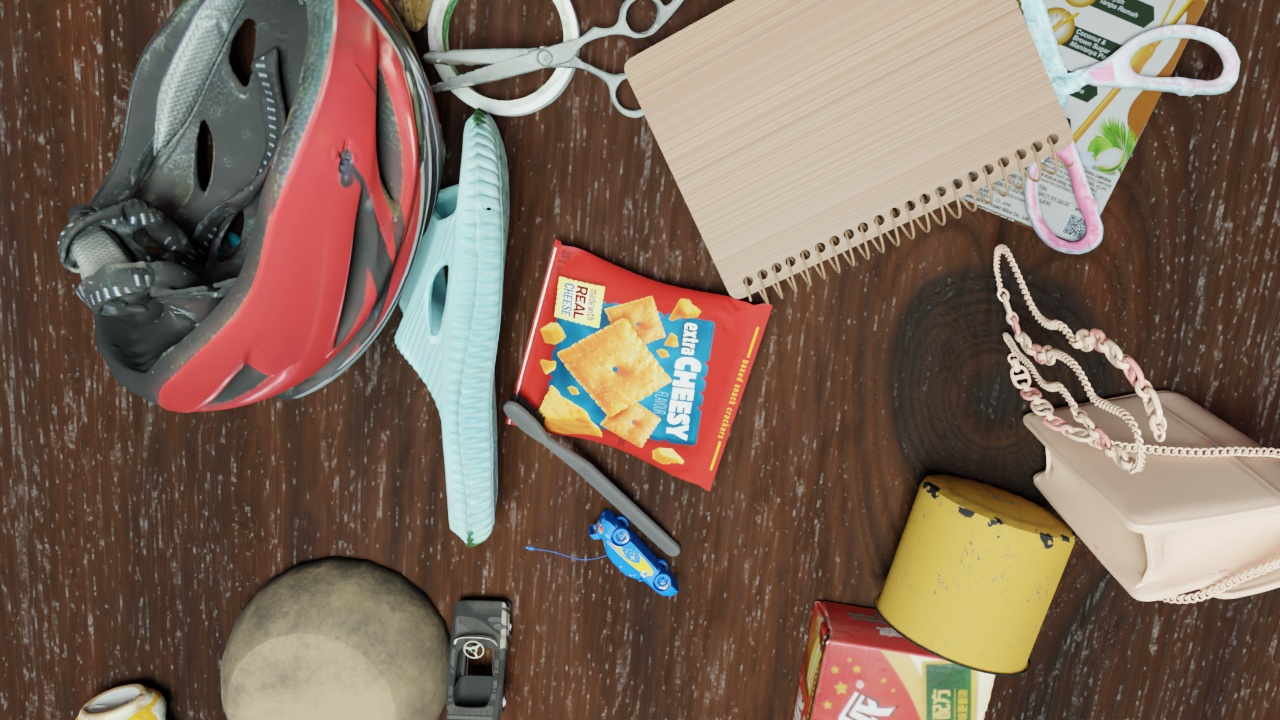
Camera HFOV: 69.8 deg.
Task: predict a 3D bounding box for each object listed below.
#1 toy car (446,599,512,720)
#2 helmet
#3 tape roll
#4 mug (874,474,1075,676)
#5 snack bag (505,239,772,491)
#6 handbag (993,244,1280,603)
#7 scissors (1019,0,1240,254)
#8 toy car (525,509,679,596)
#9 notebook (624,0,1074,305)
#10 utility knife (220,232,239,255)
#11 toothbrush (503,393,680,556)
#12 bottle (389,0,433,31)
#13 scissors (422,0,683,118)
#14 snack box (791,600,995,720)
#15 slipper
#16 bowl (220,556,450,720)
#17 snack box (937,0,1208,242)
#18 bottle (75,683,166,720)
[{"bbox_3d":[-0.114,0.214,0.641,0.040,0.037,0.092,0,70,4],"label":"toy car"},{"bbox_3d":[-0.208,-0.099,0.512,0.217,0.166,0.272,38,107,37],"label":"helmet"},{"bbox_3d":[-0.084,-0.200,0.570,0.094,0.018,0.094,1,102,3],"label":"tape roll"},{"bbox_3d":[0.225,0.134,0.592,0.123,0.100,0.094,11,102,-24],"label":"mug"},{"bbox_3d":[-0.004,0.004,0.600,0.144,0.039,0.131,18,104,3],"label":"snack bag"},{"bbox_3d":[0.297,0.025,0.509,0.117,0.198,0.187,-15,109,6],"label":"handbag"},{"bbox_3d":[0.262,-0.153,0.532,0.175,0.013,0.170,-20,98,9],"label":"scissors"},{"bbox_3d":[-0.025,0.142,0.633,0.062,0.033,0.092,-41,98,4],"label":"toy car"},{"bbox_3d":[0.119,-0.145,0.536,0.211,0.022,0.169,-25,96,14],"label":"notebook"},{"bbox_3d":[-0.263,-0.059,0.614,0.022,0.015,0.149,-39,95,4],"label":"utility knife"},{"bbox_3d":[-0.030,0.081,0.617,0.013,0.013,0.167,-32,113,32],"label":"toothbrush"},{"bbox_3d":[-0.178,-0.238,0.546,0.105,0.056,0.056,16,103,-1],"label":"bottle"},{"bbox_3d":[-0.046,-0.193,0.549,0.159,0.014,0.121,15,104,-25],"label":"scissors"},{"bbox_3d":[0.161,0.294,0.647,0.113,0.060,0.236,9,103,2],"label":"snack box"},{"bbox_3d":[-0.117,-0.014,0.568,0.069,0.116,0.276,1,107,-10],"label":"slipper"},{"bbox_3d":[-0.218,0.227,0.646,0.162,0.070,0.162,1,103,3],"label":"bowl"},{"bbox_3d":[0.257,-0.175,0.550,0.101,0.031,0.186,21,103,-2],"label":"snack box"},{"bbox_3d":[-0.373,0.297,0.673,0.063,0.063,0.109,-8,101,5],"label":"bottle"}]
